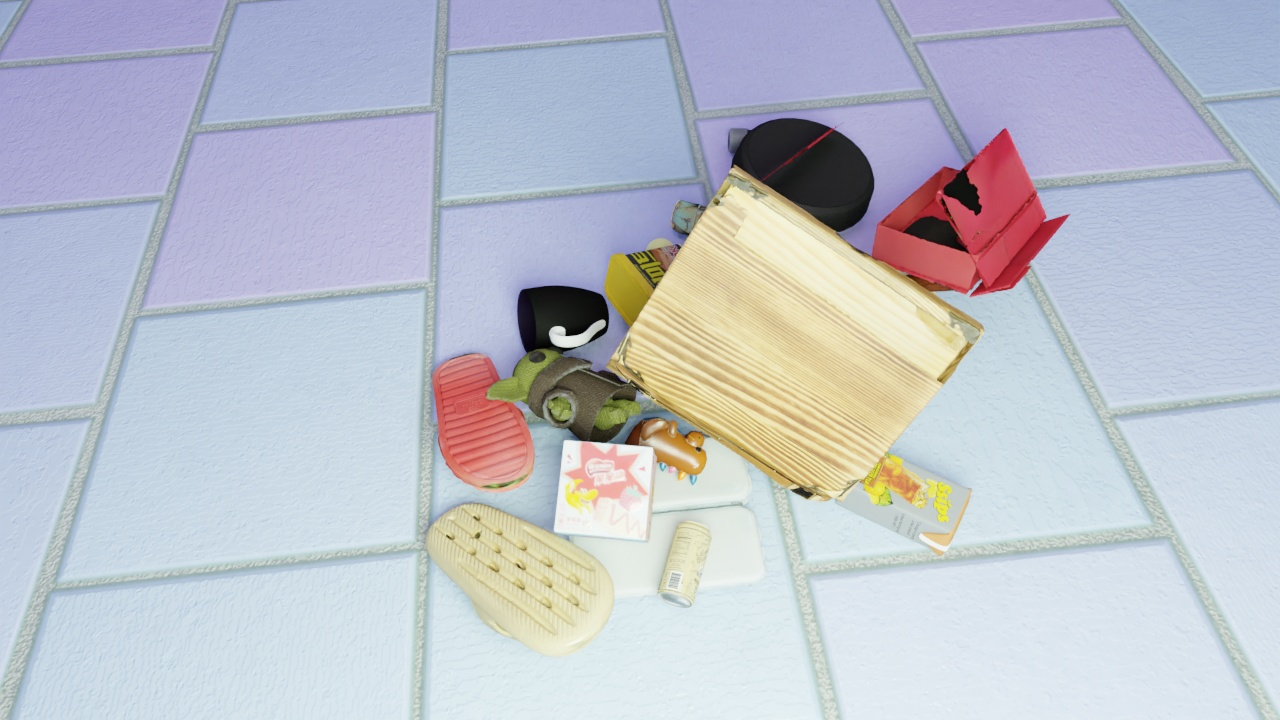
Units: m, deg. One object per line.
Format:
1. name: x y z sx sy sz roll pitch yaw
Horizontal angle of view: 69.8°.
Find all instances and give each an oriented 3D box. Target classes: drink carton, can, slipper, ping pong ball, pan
1. drink carton: 0.284 0.148 0.990 0.125 0.049 0.076 25 56 20
2. can: 0.046 0.206 0.931 0.038 0.038 0.079 13 58 12
3. slipper: -0.184 0.079 1.059 0.103 0.059 0.248 -20 37 -12
4. slipper: -0.120 0.225 0.930 0.262 0.079 0.111 22 50 42
5. can: 0.032 -0.083 1.163 0.100 0.073 0.130 -16 51 -29
6. ping pong ball: 0.027 -0.146 1.243 0.040 0.040 0.040 -1 51 1
7. pan: 0.197 -0.212 1.247 0.204 0.044 0.354 27 55 8

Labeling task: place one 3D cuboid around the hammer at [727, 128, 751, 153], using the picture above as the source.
1. hammer: 0.220 -0.228 1.313 0.170 0.034 0.323 0 52 0

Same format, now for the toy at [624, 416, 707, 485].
1. toy: 0.022 0.113 1.005 0.090 0.071 0.103 25 76 8

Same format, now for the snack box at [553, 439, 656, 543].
1. snack box: -0.034 0.135 0.942 0.093 0.079 0.094 5 77 5

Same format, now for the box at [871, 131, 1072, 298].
1. box: 0.509 -0.165 1.030 0.468 0.138 0.213 8 34 41

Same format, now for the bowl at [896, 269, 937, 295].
1. bowl: 0.308 -0.054 1.146 0.117 0.061 0.117 -1 51 2

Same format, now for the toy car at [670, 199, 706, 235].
1. toy car: 0.091 -0.188 1.262 0.112 0.047 0.047 18 14 17

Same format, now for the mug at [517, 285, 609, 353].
1. mug: -0.088 -0.046 1.132 0.100 0.085 0.119 -8 26 -22

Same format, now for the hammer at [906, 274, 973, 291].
1. hammer: 0.255 -0.086 1.111 0.300 0.028 0.111 -6 46 -5

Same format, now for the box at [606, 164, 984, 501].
1. box: 0.138 -0.014 0.917 0.279 0.264 0.269 34 78 -3

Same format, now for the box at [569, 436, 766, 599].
1. box: 0.022 0.165 0.998 0.209 0.038 0.189 -4 48 -1

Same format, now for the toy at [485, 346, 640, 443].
1. toy: -0.075 0.036 1.042 0.153 0.078 0.179 27 23 21
